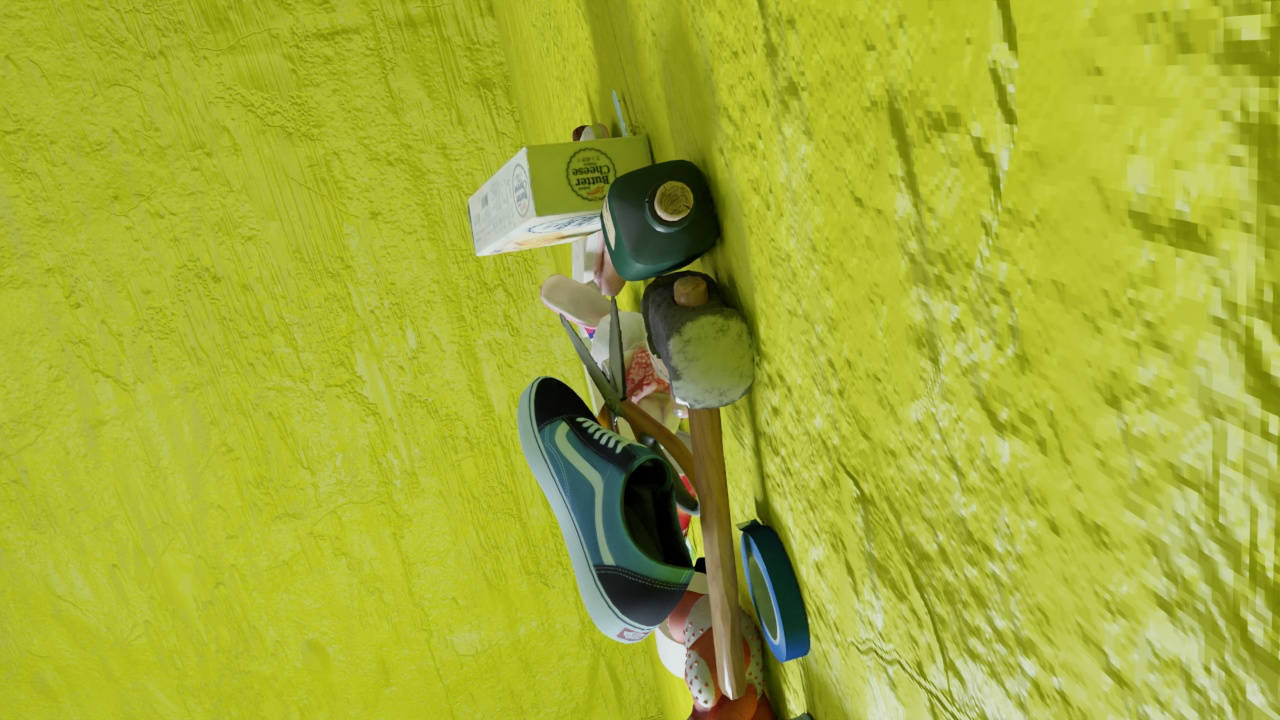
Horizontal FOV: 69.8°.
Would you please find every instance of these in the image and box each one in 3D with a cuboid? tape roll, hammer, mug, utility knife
[{"bbox_3d":[0.092,0.161,0.636,0.091,0.016,0.093,-158,54,-82],"label":"tape roll"},{"bbox_3d":[0.050,0.100,0.624,0.098,0.052,0.329,-115,16,-65],"label":"hammer"},{"bbox_3d":[0.058,0.261,0.955,0.097,0.079,0.111,83,-162,-52],"label":"mug"},{"bbox_3d":[-0.003,-0.155,0.765,0.022,0.015,0.161,137,119,-69],"label":"utility knife"}]

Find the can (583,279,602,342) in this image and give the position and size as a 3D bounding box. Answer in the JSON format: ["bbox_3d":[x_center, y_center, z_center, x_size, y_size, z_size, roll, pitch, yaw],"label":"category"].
[{"bbox_3d":[-0.039,-0.034,0.922,0.095,0.032,0.032,61,176,-8],"label":"can"}]

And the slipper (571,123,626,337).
[{"bbox_3d":[-0.038,-0.124,0.954,0.275,0.054,0.114,99,162,-49],"label":"slipper"}]

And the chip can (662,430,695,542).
[{"bbox_3d":[0.025,0.153,0.904,0.215,0.051,0.051,96,160,-47],"label":"chip can"}]

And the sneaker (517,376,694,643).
[{"bbox_3d":[-0.017,0.081,0.682,0.098,0.083,0.241,-51,43,24],"label":"sneaker"}]

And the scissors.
[{"bbox_3d":[-0.010,0.055,0.742,0.230,0.016,0.226,43,143,41],"label":"scissors"}]

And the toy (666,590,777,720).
[{"bbox_3d":[0.070,0.298,0.805,0.164,0.093,0.172,-159,54,-80],"label":"toy"}]

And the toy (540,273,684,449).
[{"bbox_3d":[-0.005,0.005,0.829,0.159,0.084,0.194,29,-157,-40],"label":"toy"}]

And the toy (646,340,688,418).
[{"bbox_3d":[0.030,-0.004,0.686,0.110,0.047,0.063,80,-178,-59],"label":"toy"}]

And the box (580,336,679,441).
[{"bbox_3d":[0.007,0.057,0.968,0.127,0.066,0.188,-7,-98,-51],"label":"box"}]

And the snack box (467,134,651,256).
[{"bbox_3d":[-0.074,-0.138,0.792,0.208,0.104,0.057,176,84,-67],"label":"snack box"}]

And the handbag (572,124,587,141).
[{"bbox_3d":[-0.051,-0.209,1.049,0.120,0.029,0.055,75,179,-59],"label":"handbag"}]

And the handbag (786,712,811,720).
[{"bbox_3d":[0.108,0.316,0.624,0.122,0.067,0.106,-144,38,-80],"label":"handbag"}]

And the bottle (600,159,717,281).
[{"bbox_3d":[0.012,-0.088,0.575,0.131,0.061,0.061,173,80,-84],"label":"bottle"}]

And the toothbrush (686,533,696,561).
[{"bbox_3d":[0.036,0.175,1.049,0.022,0.016,0.155,-94,-16,-54],"label":"toothbrush"}]
